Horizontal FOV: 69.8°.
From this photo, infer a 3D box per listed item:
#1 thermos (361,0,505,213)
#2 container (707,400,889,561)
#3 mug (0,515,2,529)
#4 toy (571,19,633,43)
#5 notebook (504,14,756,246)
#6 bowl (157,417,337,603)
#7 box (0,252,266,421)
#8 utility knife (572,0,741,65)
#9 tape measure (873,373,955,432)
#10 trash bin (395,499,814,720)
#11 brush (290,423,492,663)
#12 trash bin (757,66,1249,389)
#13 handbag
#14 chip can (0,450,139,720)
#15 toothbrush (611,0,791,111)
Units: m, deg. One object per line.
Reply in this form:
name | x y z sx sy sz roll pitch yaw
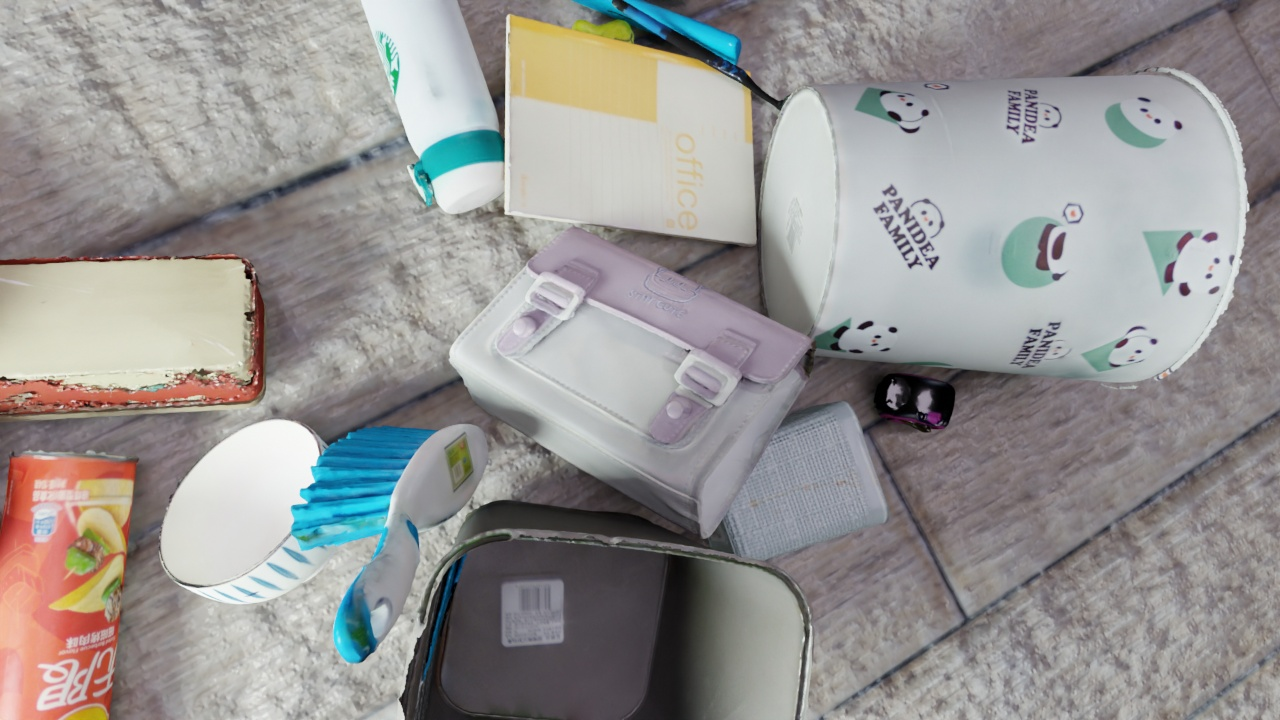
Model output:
thermos | -0.153 -0.215 0.648 0.073 0.073 0.224 -19 88 -15
container | 0.099 0.089 0.657 0.111 0.090 0.090 -17 86 -12
mug | -0.442 0.109 0.519 0.124 0.104 0.084 26 78 -9
toy | -0.034 -0.210 0.693 0.100 0.031 0.096 -34 92 -19
notebook | -0.002 -0.165 0.678 0.206 0.010 0.145 4 81 -28
bowl | -0.232 0.102 0.578 0.116 0.116 0.066 -47 139 -14
box | -0.324 -0.016 0.566 0.168 0.077 0.091 -3 67 -14
utility knife | -0.007 -0.269 0.708 0.185 0.034 0.018 18 88 -8
tape measure | 0.210 0.033 0.705 0.058 0.057 0.039 12 85 3
trash bin | -0.039 0.179 0.534 0.198 0.220 0.199 10 90 -13
brush | -0.136 0.081 0.480 0.109 0.314 0.060 -8 98 7
trash bin | 0.228 -0.095 0.648 0.252 0.230 0.229 1 82 -8
handbag | -0.004 0.004 0.605 0.197 0.098 0.144 28 63 22
chip can | -0.351 0.163 0.551 0.073 0.073 0.216 5 81 -13
toothbrush | 0.061 -0.231 0.707 0.189 0.016 0.014 24 61 -22
